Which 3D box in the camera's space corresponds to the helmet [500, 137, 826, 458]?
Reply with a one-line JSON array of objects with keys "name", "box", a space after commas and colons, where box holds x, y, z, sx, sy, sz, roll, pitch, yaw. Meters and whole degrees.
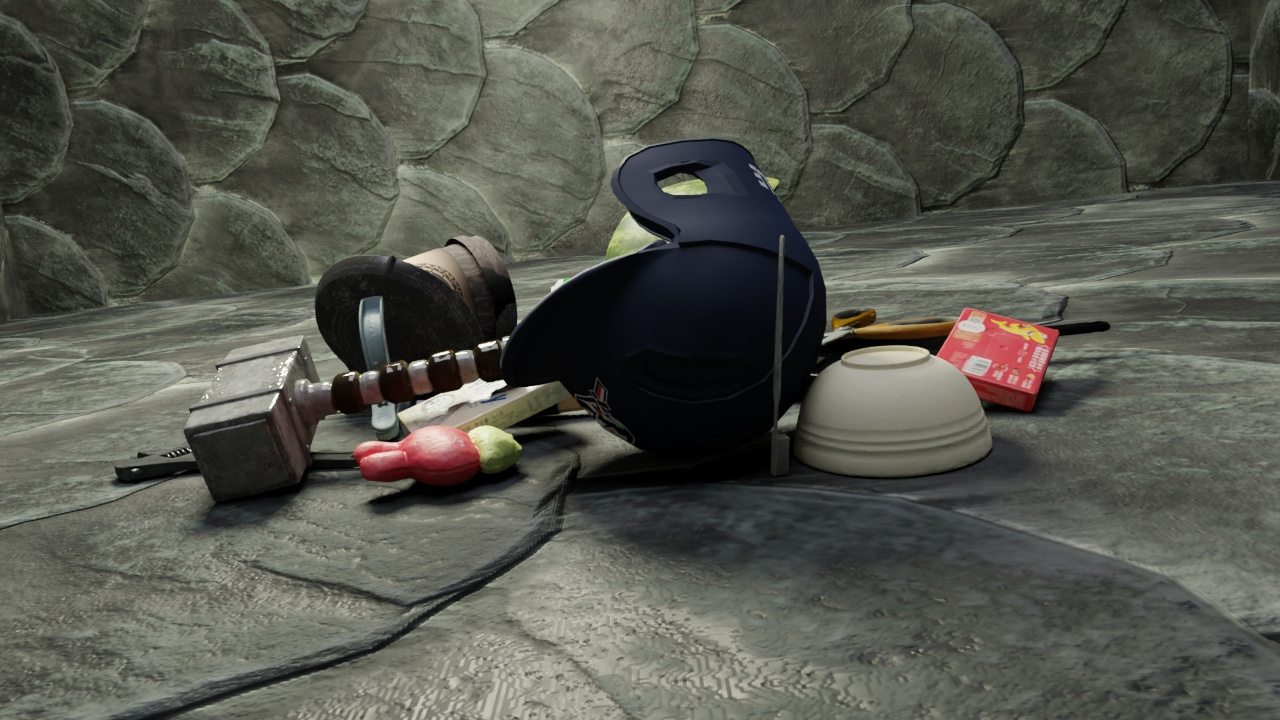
[{"name": "helmet", "box": [0.020, -0.026, 0.745, 0.272, 0.223, 0.232, -17, -17, -7]}]

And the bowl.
[{"name": "bowl", "box": [0.193, 0.032, 0.716, 0.151, 0.075, 0.150, -6, 12, 1]}]

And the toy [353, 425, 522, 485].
[{"name": "toy", "box": [-0.167, 0.078, 0.761, 0.135, 0.045, 0.092, -4, 8, -18]}]

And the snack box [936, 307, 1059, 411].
[{"name": "snack box", "box": [0.322, -0.004, 0.832, 0.089, 0.021, 0.132, 17, 33, 25]}]

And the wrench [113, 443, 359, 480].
[{"name": "wrench", "box": [-0.378, 0.095, 0.871, 0.273, 0.018, 0.073, -2, 13, 14]}]

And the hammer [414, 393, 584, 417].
[{"name": "hammer", "box": [-0.066, 0.038, 0.926, 0.328, 0.039, 0.131, -5, 13, 9]}]

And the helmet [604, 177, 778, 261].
[{"name": "helmet", "box": [0.070, -0.120, 1.175, 0.242, 0.213, 0.247, -33, 25, -21]}]

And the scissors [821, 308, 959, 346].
[{"name": "scissors", "box": [0.245, -0.034, 0.992, 0.230, 0.016, 0.224, -1, 12, 31]}]

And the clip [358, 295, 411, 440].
[{"name": "clip", "box": [-0.274, 0.014, 0.990, 0.032, 0.164, 0.166, -11, -6, -6]}]

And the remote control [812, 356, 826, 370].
[{"name": "remote control", "box": [0.113, -0.004, 0.912, 0.140, 0.009, 0.030, 7, 17, 30]}]

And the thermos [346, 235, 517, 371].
[{"name": "thermos", "box": [-0.313, -0.071, 1.304, 0.225, 0.173, 0.173, -21, 17, -30]}]

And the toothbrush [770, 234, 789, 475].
[{"name": "toothbrush", "box": [0.103, -0.001, 0.657, 0.010, 0.182, 0.010, -7, 21, -16]}]

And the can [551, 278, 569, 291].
[{"name": "can", "box": [-0.063, -0.087, 1.412, 0.140, 0.088, 0.087, -6, 12, 0]}]

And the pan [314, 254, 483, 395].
[{"name": "pan", "box": [-0.206, -0.012, 1.044, 0.357, 0.208, 0.040, 14, 46, 5]}]

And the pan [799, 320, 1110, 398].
[{"name": "pan", "box": [0.299, -0.006, 0.942, 0.356, 0.034, 0.225, -6, 11, 3]}]

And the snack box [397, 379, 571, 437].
[{"name": "snack box", "box": [-0.147, 0.042, 0.864, 0.149, 0.026, 0.082, -27, 27, -20]}]

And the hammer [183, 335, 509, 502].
[{"name": "hammer", "box": [-0.233, 0.022, 0.846, 0.326, 0.079, 0.176, -13, 25, -5]}]
